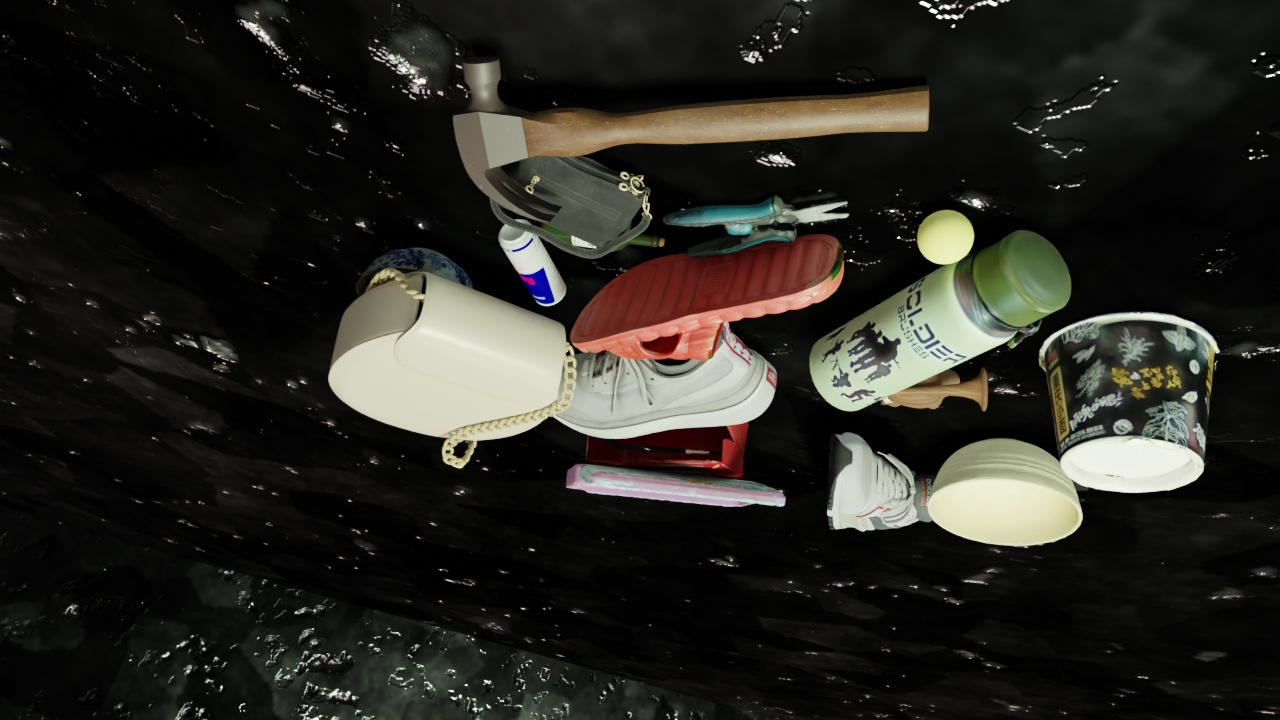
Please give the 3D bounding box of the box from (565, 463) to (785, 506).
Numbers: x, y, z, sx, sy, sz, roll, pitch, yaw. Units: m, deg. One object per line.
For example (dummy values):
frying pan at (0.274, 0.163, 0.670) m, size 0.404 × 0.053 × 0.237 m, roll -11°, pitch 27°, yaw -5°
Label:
box at (0.035, 0.137, 0.988) m, size 0.214 × 0.035 × 0.151 m, roll 8°, pitch 173°, yaw -14°

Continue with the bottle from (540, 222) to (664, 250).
bottle at (-0.032, -0.107, 0.779) m, size 0.106 × 0.025 × 0.025 m, roll 9°, pitch 152°, yaw 9°

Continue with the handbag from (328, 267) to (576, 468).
handbag at (-0.186, 0.012, 0.888) m, size 0.210 × 0.103 × 0.209 m, roll 21°, pitch 146°, yaw -29°

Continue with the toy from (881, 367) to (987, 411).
toy at (0.272, 0.026, 0.872) m, size 0.102 × 0.041 × 0.054 m, roll -2°, pitch -175°, yaw 11°

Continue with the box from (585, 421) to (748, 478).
box at (0.034, 0.074, 1.026) m, size 0.158 × 0.110 × 0.134 m, roll 0°, pitch 160°, yaw 17°

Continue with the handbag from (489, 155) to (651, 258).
handbag at (-0.052, -0.131, 0.718) m, size 0.128 × 0.054 × 0.079 m, roll 23°, pitch 147°, yaw -12°

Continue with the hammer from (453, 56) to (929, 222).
hammer at (0.027, -0.159, 0.627) m, size 0.323 × 0.033 × 0.115 m, roll 0°, pitch 119°, yaw 14°

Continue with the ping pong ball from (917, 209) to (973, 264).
ping pong ball at (0.226, -0.092, 0.681) m, size 0.040 × 0.040 × 0.040 m, roll 10°, pitch 152°, yaw 5°

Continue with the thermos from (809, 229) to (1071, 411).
thermos at (0.241, -0.026, 0.754) m, size 0.082 × 0.082 × 0.232 m, roll 24°, pitch 150°, yaw -19°

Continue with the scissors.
scissors at (0.085, -0.109, 0.734) m, size 0.148 × 0.019 × 0.124 m, roll 14°, pitch 151°, yaw -6°

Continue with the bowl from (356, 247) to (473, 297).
bowl at (-0.211, -0.076, 0.885) m, size 0.114 × 0.045 × 0.114 m, roll 5°, pitch 153°, yaw 2°

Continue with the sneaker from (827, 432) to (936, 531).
sneaker at (0.279, 0.144, 1.053) m, size 0.124 × 0.088 × 0.240 m, roll 2°, pitch 159°, yaw 12°

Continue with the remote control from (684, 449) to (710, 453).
remote control at (0.071, 0.118, 1.157) m, size 0.033 × 0.013 × 0.137 m, roll 10°, pitch 150°, yaw 4°

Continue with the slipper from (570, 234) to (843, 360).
slipper at (0.057, -0.045, 0.776) m, size 0.249 × 0.103 × 0.059 m, roll -12°, pitch 130°, yaw 27°

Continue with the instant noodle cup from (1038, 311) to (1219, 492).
instant noodle cup at (0.410, 0.042, 0.771) m, size 0.137 × 0.112 × 0.137 m, roll 10°, pitch 153°, yaw 5°

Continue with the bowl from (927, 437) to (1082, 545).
bowl at (0.386, 0.131, 0.975) m, size 0.151 × 0.075 × 0.151 m, roll 12°, pitch 147°, yaw 7°

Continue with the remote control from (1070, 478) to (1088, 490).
remote control at (0.421, 0.135, 1.037) m, size 0.150 × 0.013 × 0.034 m, roll -7°, pitch 142°, yaw 33°

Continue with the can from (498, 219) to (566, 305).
can at (-0.098, -0.088, 0.833) m, size 0.032 × 0.032 × 0.095 m, roll 2°, pitch 150°, yaw 19°

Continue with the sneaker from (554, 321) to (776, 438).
sneaker at (-0.006, 0.005, 0.911) m, size 0.264 × 0.096 × 0.129 m, roll -4°, pitch 141°, yaw 27°
